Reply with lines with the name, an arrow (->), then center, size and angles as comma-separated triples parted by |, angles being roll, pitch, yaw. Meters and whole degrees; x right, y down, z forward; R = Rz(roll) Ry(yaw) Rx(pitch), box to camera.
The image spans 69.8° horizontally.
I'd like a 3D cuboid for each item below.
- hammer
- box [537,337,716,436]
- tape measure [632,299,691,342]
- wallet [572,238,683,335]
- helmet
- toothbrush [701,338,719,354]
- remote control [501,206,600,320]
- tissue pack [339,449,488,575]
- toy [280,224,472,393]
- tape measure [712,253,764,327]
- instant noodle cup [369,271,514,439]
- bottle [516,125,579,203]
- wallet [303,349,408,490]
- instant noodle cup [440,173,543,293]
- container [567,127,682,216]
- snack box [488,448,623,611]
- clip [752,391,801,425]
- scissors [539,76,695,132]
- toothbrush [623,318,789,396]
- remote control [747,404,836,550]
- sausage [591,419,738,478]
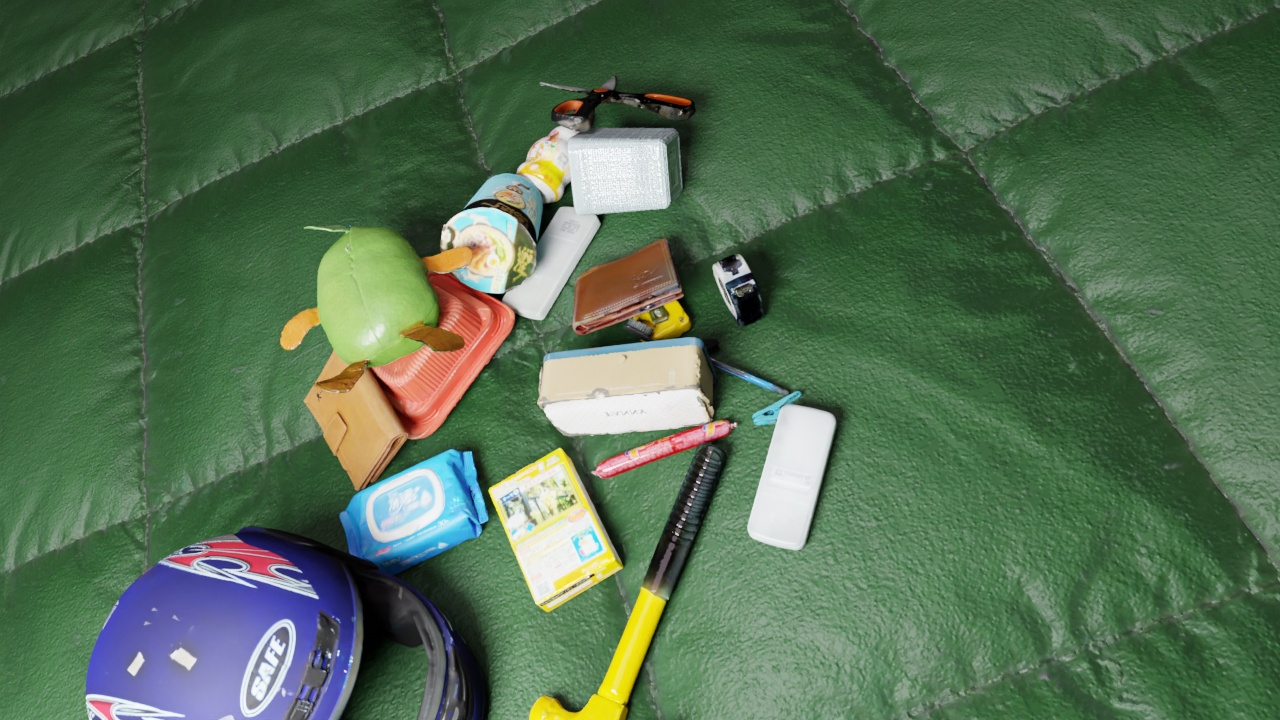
hammer -> 0.014, 0.214, 0.839 | 0.129, 0.033, 0.300 | 14, 67, 25
box -> -0.006, 0.028, 0.922 | 0.184, 0.090, 0.061 | -7, 58, 12
tape measure -> 0.020, -0.044, 0.990 | 0.060, 0.029, 0.057 | -29, 55, 0
wallet -> -0.017, -0.079, 0.996 | 0.125, 0.032, 0.101 | -22, 33, 8
helmet -> -0.316, 0.273, 0.794 | 0.316, 0.240, 0.246 | 4, 64, 20
toothbrush -> -0.006, 0.006, 0.981 | 0.189, 0.018, 0.014 | -15, 58, 14
remote control -> -0.103, -0.115, 1.076 | 0.058, 0.021, 0.149 | 19, 69, 29
tissue pack -> -0.235, 0.159, 0.943 | 0.157, 0.052, 0.095 | -26, 56, 3
toy -> -0.280, -0.063, 0.971 | 0.227, 0.090, 0.246 | -23, 50, -4
tape measure -> 0.102, -0.077, 0.958 | 0.033, 0.066, 0.066 | -23, 58, -1
instant noodle cup -> -0.253, -0.021, 1.039 | 0.165, 0.079, 0.188 | 27, 77, 33
bottle -> -0.106, -0.248, 1.130 | 0.063, 0.063, 0.108 | 18, 68, 26
wallet -> -0.312, 0.061, 1.000 | 0.108, 0.031, 0.131 | -48, 67, 31
instant noodle cup -> -0.163, -0.157, 1.063 | 0.111, 0.111, 0.120 | -8, 37, 14
container -> -0.014, -0.220, 1.054 | 0.111, 0.090, 0.090 | 1, 24, 16
snack box -> -0.085, 0.164, 0.902 | 0.087, 0.034, 0.140 | -31, 58, 0
clip -> 0.137, 0.051, 0.904 | 0.054, 0.013, 0.034 | -20, 56, 7
scissors -> -0.042, -0.313, 1.114 | 0.235, 0.022, 0.220 | 15, 32, 22
toothbrush -> 0.066, -0.004, 0.943 | 0.189, 0.014, 0.016 | 23, 70, 18
remote control -> 0.143, 0.108, 0.859 | 0.056, 0.020, 0.135 | 12, 71, 20
sausage -> 0.023, 0.088, 0.918 | 0.156, 0.020, 0.020 | -20, 57, 6
